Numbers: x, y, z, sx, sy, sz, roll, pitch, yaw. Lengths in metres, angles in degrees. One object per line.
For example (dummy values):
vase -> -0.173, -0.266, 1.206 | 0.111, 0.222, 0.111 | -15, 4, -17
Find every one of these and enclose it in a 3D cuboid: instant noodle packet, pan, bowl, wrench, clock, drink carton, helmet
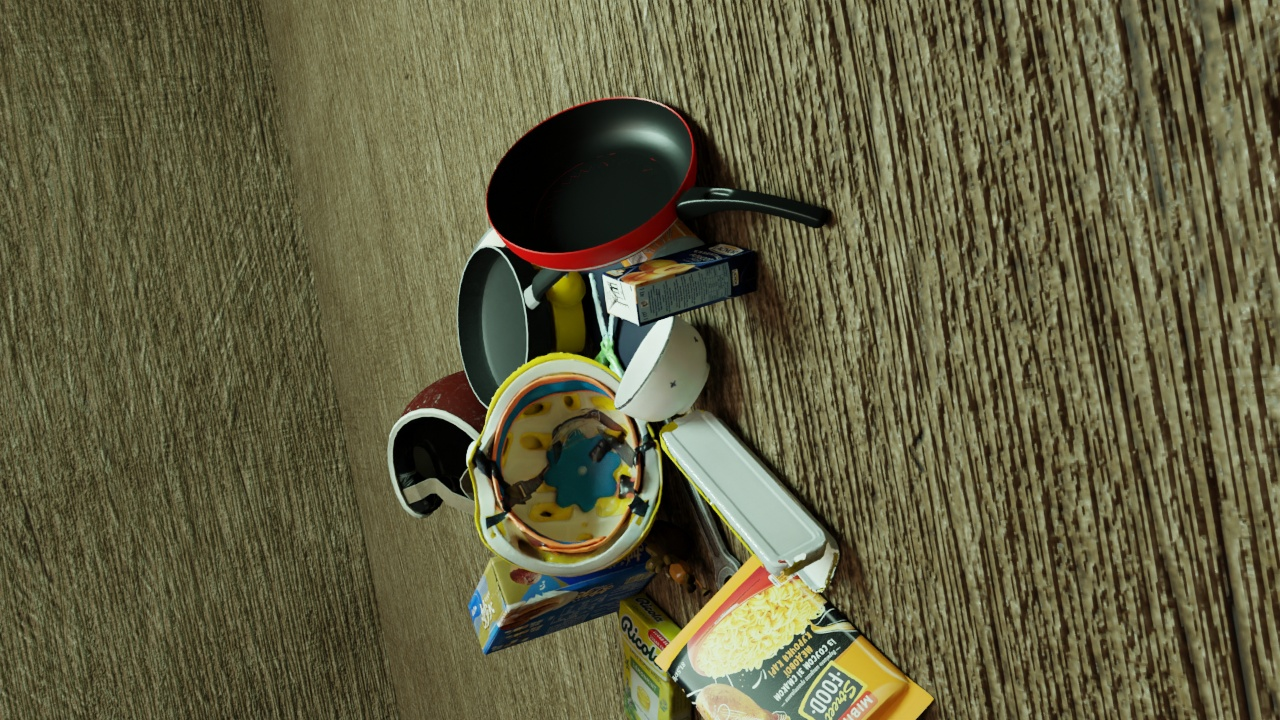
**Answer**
instant noodle packet -> 0.125, 0.280, 0.812 | 0.032, 0.160, 0.221 | 45, 177, -41
pan -> 0.012, -0.151, 0.848 | 0.357, 0.208, 0.067 | 20, 154, 31
bowl -> 0.028, 0.014, 0.925 | 0.114, 0.063, 0.113 | -57, 11, 18
pan -> -0.006, 0.006, 1.056 | 0.199, 0.021, 0.356 | -13, 90, 62
wrench -> 0.050, 0.126, 0.986 | 0.070, 0.010, 0.273 | -43, 67, 57
pan -> -0.132, -0.063, 1.070 | 0.357, 0.044, 0.204 | -31, 69, 54
clock -> -0.101, -0.073, 1.135 | 0.113, 0.052, 0.152 | -123, 27, -50
drink carton -> 0.038, -0.071, 0.831 | 0.064, 0.129, 0.040 | 28, 130, 55
helmet -> -0.217, 0.129, 1.251 | 0.234, 0.252, 0.234 | -22, 99, 31
helmet -> -0.074, 0.125, 1.028 | 0.140, 0.209, 0.239 | 67, -162, -69

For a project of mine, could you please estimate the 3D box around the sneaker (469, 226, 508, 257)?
sneaker -> -0.174, -0.069, 1.269 | 0.116, 0.111, 0.295 | 42, 138, 17

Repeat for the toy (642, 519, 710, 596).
toy -> 0.039, 0.222, 1.013 | 0.100, 0.062, 0.076 | 49, 159, 35

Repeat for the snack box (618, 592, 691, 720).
snack box -> 0.017, 0.395, 1.130 | 0.121, 0.045, 0.181 | 31, 126, 55

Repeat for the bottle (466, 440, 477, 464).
bottle -> -0.128, 0.128, 1.135 | 0.046, 0.173, 0.083 | -44, 46, 42

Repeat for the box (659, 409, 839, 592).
box -> 0.092, 0.132, 0.861 | 0.209, 0.080, 0.080 | 47, 136, 43

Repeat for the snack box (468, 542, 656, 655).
snack box -> -0.092, 0.274, 1.118 | 0.069, 0.202, 0.155 | 65, 149, 25

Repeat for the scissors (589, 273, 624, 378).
scissors -> -0.042, -0.017, 1.071 | 0.139, 0.028, 0.170 | 2, 102, 64

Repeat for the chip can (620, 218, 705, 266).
chip can -> -0.015, -0.152, 0.953 | 0.215, 0.075, 0.075 | 52, 142, 39
